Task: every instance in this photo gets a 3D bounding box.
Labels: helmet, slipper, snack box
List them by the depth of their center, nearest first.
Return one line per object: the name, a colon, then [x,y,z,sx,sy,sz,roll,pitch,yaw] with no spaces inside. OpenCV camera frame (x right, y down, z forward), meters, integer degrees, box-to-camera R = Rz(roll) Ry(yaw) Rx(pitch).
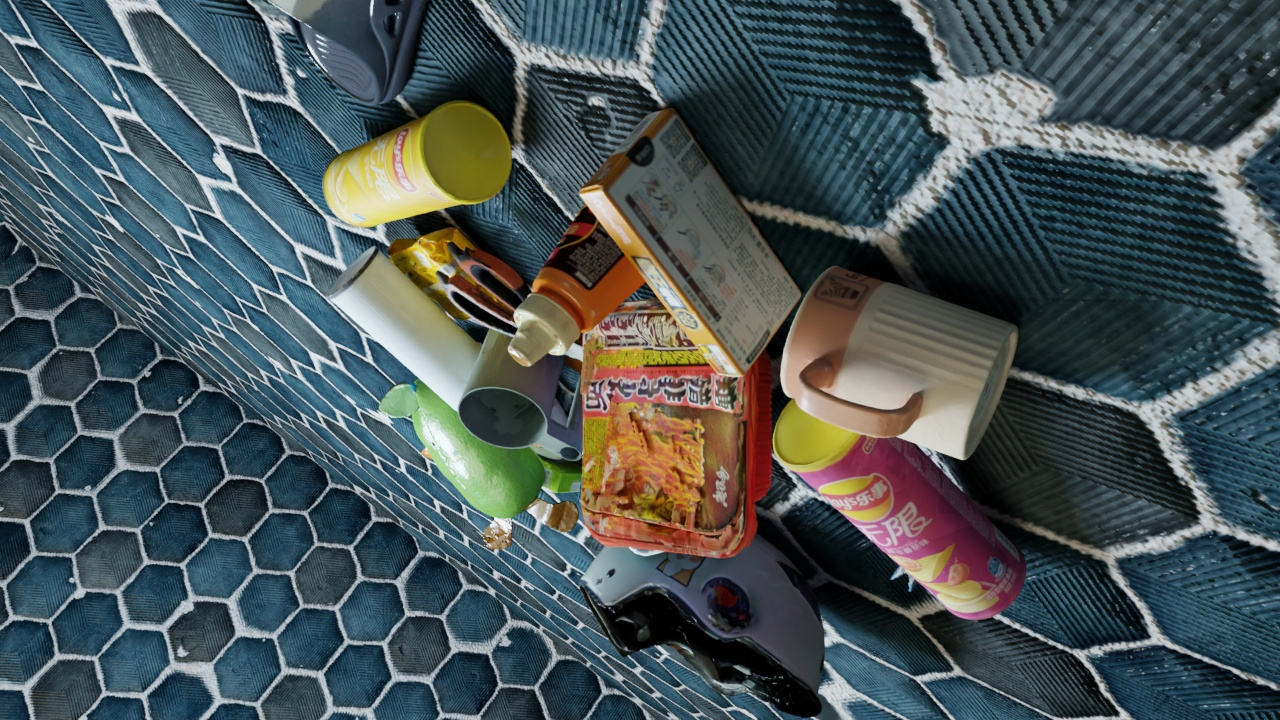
snack box: [0.035,-0.068,0.555,0.026,0.075,0.154,2,138,53]
slipper: [-0.196,-0.232,0.578,0.110,0.083,0.269,37,158,-3]
helmet: [0.079,0.249,0.970,0.274,0.156,0.230,15,151,19]
snack box: [-0.130,0.126,1.144,0.156,0.026,0.085,18,-173,37]

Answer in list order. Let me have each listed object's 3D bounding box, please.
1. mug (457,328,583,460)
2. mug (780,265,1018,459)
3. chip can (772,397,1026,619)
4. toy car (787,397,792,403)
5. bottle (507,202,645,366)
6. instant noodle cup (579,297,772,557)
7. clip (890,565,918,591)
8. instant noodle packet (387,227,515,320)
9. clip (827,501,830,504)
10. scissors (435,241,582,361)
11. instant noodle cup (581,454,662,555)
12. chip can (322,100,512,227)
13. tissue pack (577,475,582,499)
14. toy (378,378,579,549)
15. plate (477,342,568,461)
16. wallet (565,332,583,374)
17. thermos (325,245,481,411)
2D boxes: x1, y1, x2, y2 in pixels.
mug: [-0.101,0.027,0.865,0.124,0.103,0.084,30,132,-19]
mug: [0.137,0.006,0.505,0.106,0.114,0.082,22,124,28]
chip can: [0.180,0.098,0.624,0.210,0.071,0.072,42,157,-28]
toy car: [0.136,0.034,0.655,0.049,0.031,0.106,36,154,2]
bottle: [-0.032,-0.055,0.581,0.067,0.149,0.067,31,156,16]
instant noodle cup: [0.031,0.048,0.681,0.165,0.188,0.079,-2,175,44]
clip: [0.232,0.175,0.782,0.042,0.026,0.058,37,157,22]
instant noodle packet: [-0.175,-0.081,0.866,0.111,0.044,0.129,42,160,-25]
clip: [0.166,0.108,0.767,0.033,0.013,0.054,14,149,41]
scissors: [-0.079,-0.030,0.772,0.202,0.015,0.206,5,139,41]
instant noodle cup: [0.001,0.109,0.897,0.111,0.111,0.120,-3,126,57]
chip can: [-0.183,-0.149,0.721,0.214,0.072,0.072,4,140,53]
tissue pack: [0.028,0.092,0.778,0.157,0.094,0.052,18,157,-11]
toy: [-0.180,0.109,1.048,0.228,0.089,0.247,-16,114,40]
plate: [-0.150,0.040,1.055,0.192,0.039,0.193,31,155,16]
wallet: [-0.005,0.005,0.803,0.131,0.035,0.119,31,159,9]
thermos: [-0.202,-0.011,0.905,0.224,0.073,0.073,46,155,-24]
